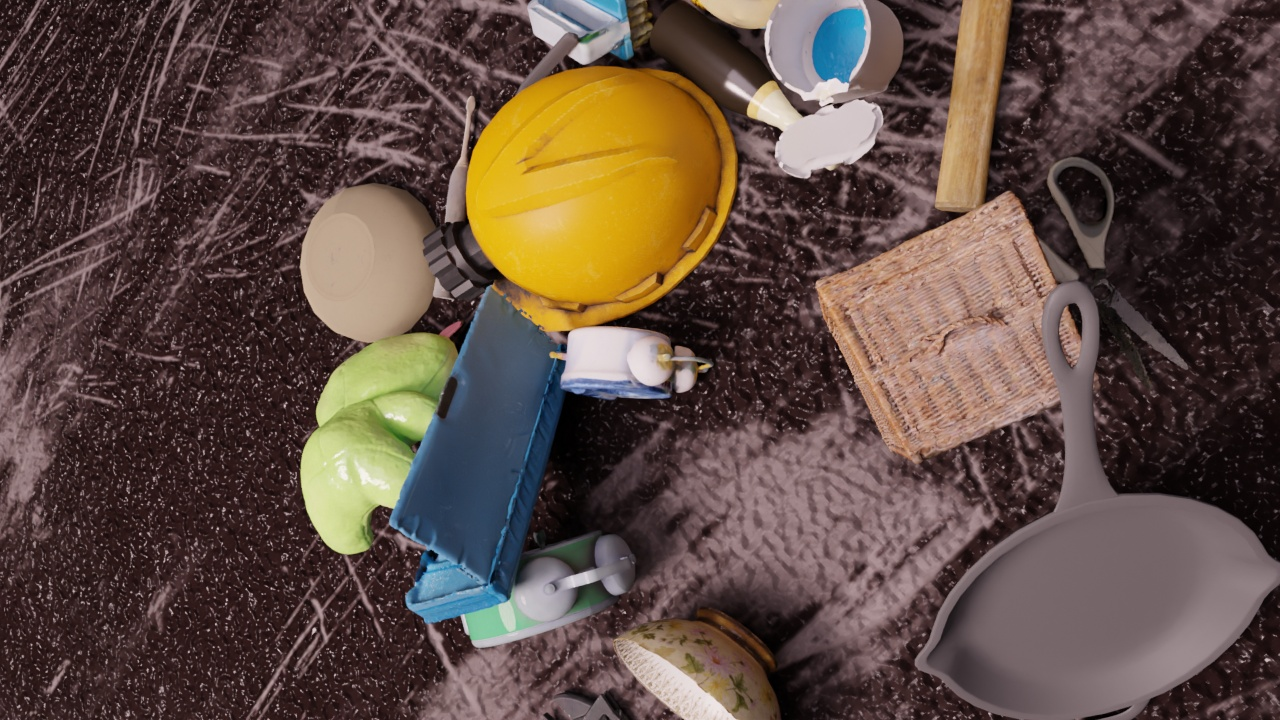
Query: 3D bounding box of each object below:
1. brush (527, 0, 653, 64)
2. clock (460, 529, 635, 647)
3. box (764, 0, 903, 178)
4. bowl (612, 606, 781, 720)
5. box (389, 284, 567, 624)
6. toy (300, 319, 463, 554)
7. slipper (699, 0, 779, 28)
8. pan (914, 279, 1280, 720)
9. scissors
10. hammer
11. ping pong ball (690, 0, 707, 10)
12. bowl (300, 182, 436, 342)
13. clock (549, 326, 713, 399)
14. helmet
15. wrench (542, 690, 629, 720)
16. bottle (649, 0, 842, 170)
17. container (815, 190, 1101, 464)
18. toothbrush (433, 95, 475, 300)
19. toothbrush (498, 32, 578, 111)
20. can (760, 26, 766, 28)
[{"bbox_3d":[-0.057,-0.290,0.746,0.075,0.055,0.136,-35,53,-19],"label":"brush"},{"bbox_3d":[-0.070,0.170,0.715,0.162,0.121,0.075,-26,78,46],"label":"clock"},{"bbox_3d":[0.136,-0.191,0.634,0.084,0.146,0.136,-3,98,30],"label":"box"},{"bbox_3d":[0.055,0.230,0.680,0.145,0.145,0.063,30,63,22],"label":"bowl"},{"bbox_3d":[-0.135,0.064,0.693,0.094,0.112,0.230,-23,37,34],"label":"box"},{"bbox_3d":[-0.223,0.051,0.776,0.150,0.107,0.196,-34,43,23],"label":"toy"},{"bbox_3d":[0.121,-0.354,0.637,0.111,0.079,0.261,29,84,-11],"label":"slipper"},{"bbox_3d":[0.251,0.100,0.522,0.217,0.024,0.355,-17,123,8],"label":"pan"},{"bbox_3d":[0.305,-0.065,0.616,0.165,0.012,0.150,23,99,26],"label":"scissors"},{"bbox_3d":[0.248,-0.270,0.641,0.132,0.033,0.330,8,93,24],"label":"hammer"},{"bbox_3d":[0.056,-0.297,0.724,0.040,0.040,0.040,-1,88,25],"label":"ping pong ball"},{"bbox_3d":[-0.264,-0.094,0.859,0.152,0.050,0.152,-1,88,25],"label":"bowl"},{"bbox_3d":[-0.004,0.004,0.718,0.126,0.088,0.052,0,82,26],"label":"clock"},{"bbox_3d":[-0.060,-0.138,0.724,0.256,0.131,0.205,-30,76,20],"label":"helmet"},{"bbox_3d":[0.041,0.332,0.726,0.273,0.018,0.073,16,95,23],"label":"wrench"},{"bbox_3d":[0.085,-0.207,0.705,0.184,0.045,0.045,44,106,19],"label":"bottle"},{"bbox_3d":[0.186,-0.011,0.570,0.114,0.198,0.112,-25,82,10],"label":"container"},{"bbox_3d":[-0.166,-0.148,0.832,0.022,0.024,0.185,7,91,-15],"label":"toothbrush"},{"bbox_3d":[-0.088,-0.229,0.752,0.168,0.012,0.013,-16,67,62],"label":"toothbrush"},{"bbox_3d":[0.097,-0.310,0.697,0.055,0.054,0.101,-3,87,25],"label":"can"}]
